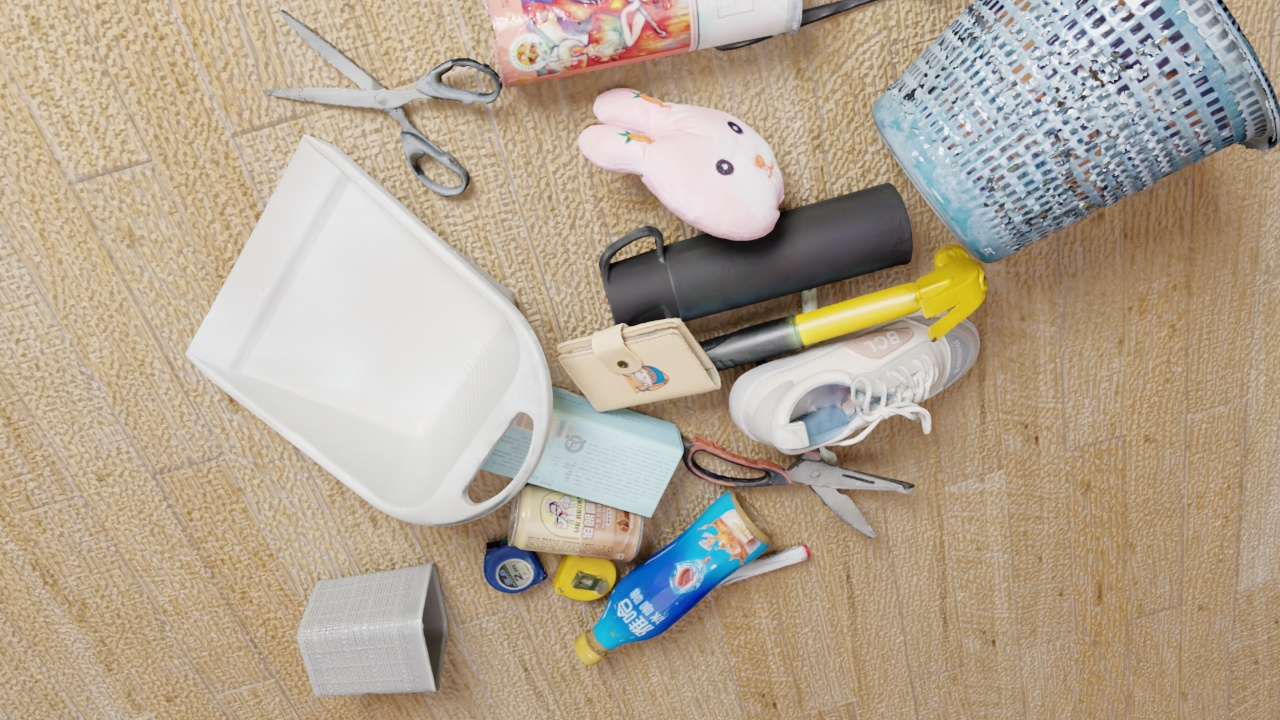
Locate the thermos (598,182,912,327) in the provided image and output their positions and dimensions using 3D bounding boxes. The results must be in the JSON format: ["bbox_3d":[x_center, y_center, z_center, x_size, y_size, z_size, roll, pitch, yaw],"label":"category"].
[{"bbox_3d":[0.089,-0.086,0.732,0.242,0.068,0.090,-15,137,-1],"label":"thermos"}]

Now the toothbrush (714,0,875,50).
[{"bbox_3d":[0.142,-0.262,0.689,0.181,0.018,0.016,-16,122,2],"label":"toothbrush"}]

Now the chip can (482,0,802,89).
[{"bbox_3d":[0.000,-0.246,0.646,0.214,0.071,0.071,-12,117,-1],"label":"chip can"}]

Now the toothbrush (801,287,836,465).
[{"bbox_3d":[0.156,0.013,0.822,0.029,0.020,0.190,4,118,26],"label":"toothbrush"}]

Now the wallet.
[{"bbox_3d":[-0.004,0.004,0.738,0.115,0.024,0.087,-11,133,29],"label":"wallet"}]

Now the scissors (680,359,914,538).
[{"bbox_3d":[0.141,0.092,0.840,0.189,0.015,0.227,-20,113,12],"label":"scissors"}]

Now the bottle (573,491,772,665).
[{"bbox_3d":[0.025,0.213,0.872,0.219,0.065,0.065,-41,114,11],"label":"bottle"}]

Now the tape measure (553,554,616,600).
[{"bbox_3d":[-0.052,0.205,0.880,0.057,0.029,0.060,16,113,-16],"label":"tape measure"}]

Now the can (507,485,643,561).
[{"bbox_3d":[-0.059,0.148,0.835,0.116,0.058,0.059,9,114,-12],"label":"can"}]

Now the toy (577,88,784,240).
[{"bbox_3d":[0.034,-0.149,0.680,0.159,0.121,0.054,21,139,-8],"label":"toy"}]

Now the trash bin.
[{"bbox_3d":[0.285,-0.183,0.653,0.195,0.226,0.226,-36,116,24],"label":"trash bin"}]

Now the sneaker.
[{"bbox_3d":[0.198,0.017,0.763,0.241,0.091,0.089,-18,114,-19],"label":"sneaker"}]

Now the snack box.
[{"bbox_3d":[-0.055,0.074,0.804,0.174,0.051,0.074,19,114,-15],"label":"snack box"}]

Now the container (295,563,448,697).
[{"bbox_3d":[-0.245,0.250,0.845,0.114,0.090,0.090,-5,115,-2],"label":"container"}]

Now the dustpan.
[{"bbox_3d":[-0.197,0.001,0.702,0.257,0.142,0.223,29,108,-21],"label":"dustpan"}]

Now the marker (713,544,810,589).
[{"bbox_3d":[0.097,0.211,0.910,0.145,0.017,0.017,-18,117,1],"label":"marker"}]

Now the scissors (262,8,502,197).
[{"bbox_3d":[-0.183,-0.191,0.672,0.160,0.014,0.180,-24,121,15],"label":"scissors"}]

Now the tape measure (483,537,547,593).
[{"bbox_3d":[-0.121,0.192,0.867,0.054,0.025,0.058,-22,113,5],"label":"tape measure"}]

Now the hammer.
[{"bbox_3d":[0.128,-0.024,0.748,0.301,0.128,0.033,-16,108,18],"label":"hammer"}]
